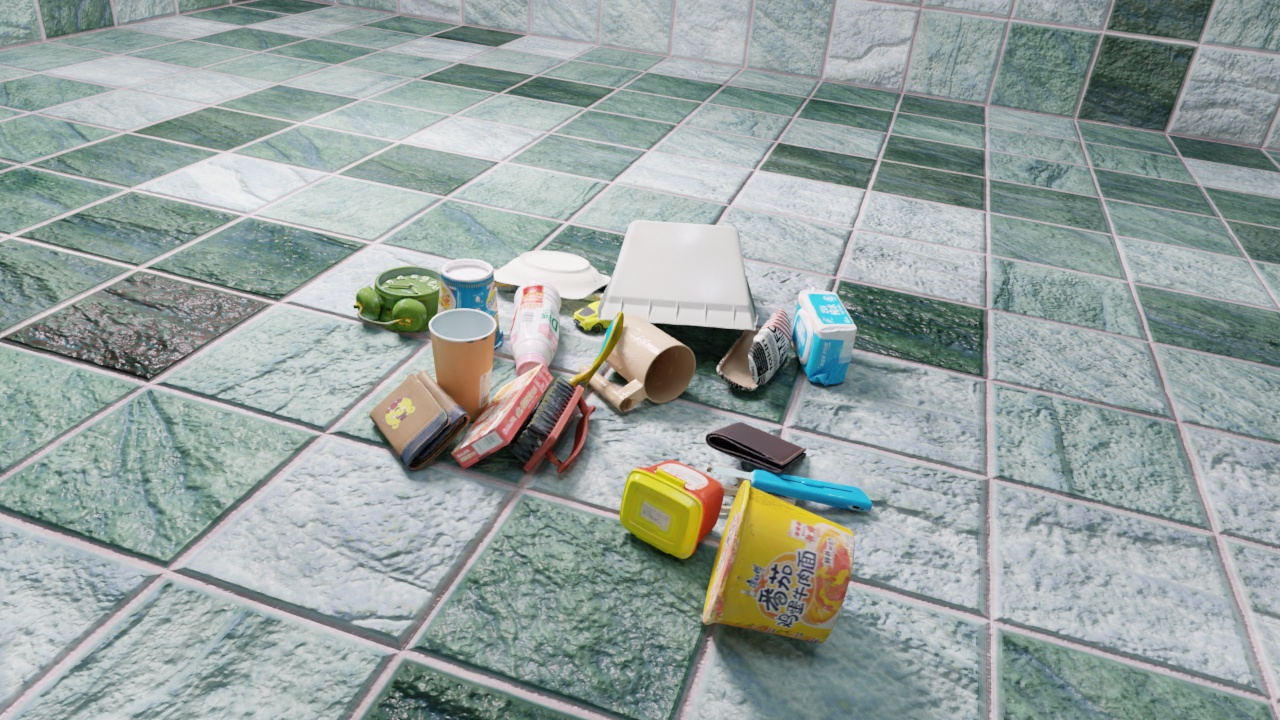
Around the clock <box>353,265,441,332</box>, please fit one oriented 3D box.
[{"bbox_3d":[-0.337,-0.084,1.313,0.116,0.056,0.160,15,32,18],"label":"clock"}]

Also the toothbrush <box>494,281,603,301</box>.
[{"bbox_3d":[-0.133,-0.105,1.425,0.191,0.018,0.016,8,32,0],"label":"toothbrush"}]

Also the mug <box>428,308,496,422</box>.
[{"bbox_3d":[-0.212,0.009,1.106,0.078,0.123,0.078,3,31,-2],"label":"mug"}]

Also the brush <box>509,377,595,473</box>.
[{"bbox_3d":[-0.094,0.075,1.082,0.069,0.063,0.145,37,29,-7],"label":"brush"}]

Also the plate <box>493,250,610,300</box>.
[{"bbox_3d":[-0.135,-0.142,1.444,0.164,0.034,0.164,14,21,16],"label":"plate"}]

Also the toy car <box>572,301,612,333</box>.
[{"bbox_3d":[-0.050,-0.070,1.360,0.105,0.032,0.048,-15,36,-34],"label":"toy car"}]

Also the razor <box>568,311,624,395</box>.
[{"bbox_3d":[-0.055,-0.009,1.175,0.028,0.043,0.132,18,66,41],"label":"razor"}]

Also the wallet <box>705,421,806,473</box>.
[{"bbox_3d":[0.137,0.099,1.073,0.096,0.020,0.122,23,12,20],"label":"wallet"}]

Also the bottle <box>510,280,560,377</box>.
[{"bbox_3d":[-0.144,-0.037,1.257,0.068,0.068,0.196,2,34,-6],"label":"bottle"}]

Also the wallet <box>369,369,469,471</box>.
[{"bbox_3d":[-0.257,0.066,1.062,0.090,0.033,0.115,-44,45,-8],"label":"wallet"}]

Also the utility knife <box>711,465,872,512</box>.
[{"bbox_3d":[0.165,0.138,1.009,0.191,0.018,0.034,12,29,-15],"label":"utility knife"}]

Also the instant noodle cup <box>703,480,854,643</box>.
[{"bbox_3d":[0.128,0.193,0.848,0.110,0.138,0.137,18,31,4],"label":"instant noodle cup"}]

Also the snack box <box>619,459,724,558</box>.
[{"bbox_3d":[0.036,0.148,0.955,0.091,0.082,0.080,24,25,27],"label":"snack box"}]

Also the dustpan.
[{"bbox_3d":[0.060,-0.110,1.380,0.223,0.143,0.257,4,54,3],"label":"dustpan"}]

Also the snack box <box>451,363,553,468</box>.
[{"bbox_3d":[-0.160,0.063,1.077,0.075,0.025,0.152,-29,17,28],"label":"snack box"}]

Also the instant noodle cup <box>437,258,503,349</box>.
[{"bbox_3d":[-0.237,-0.078,1.265,0.099,0.110,0.099,4,30,-2],"label":"instant noodle cup"}]

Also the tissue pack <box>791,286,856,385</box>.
[{"bbox_3d":[0.252,-0.035,1.290,0.063,0.090,0.139,2,31,-7],"label":"tissue pack"}]

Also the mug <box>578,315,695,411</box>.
[{"bbox_3d":[-0.007,0.007,1.198,0.124,0.084,0.103,-34,43,-18],"label":"mug"}]

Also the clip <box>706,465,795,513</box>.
[{"bbox_3d":[0.117,0.152,1.006,0.104,0.035,0.082,18,27,5],"label":"clip"}]

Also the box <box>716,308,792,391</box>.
[{"bbox_3d":[0.156,-0.011,1.269,0.088,0.076,0.162,-10,22,28],"label":"box"}]
